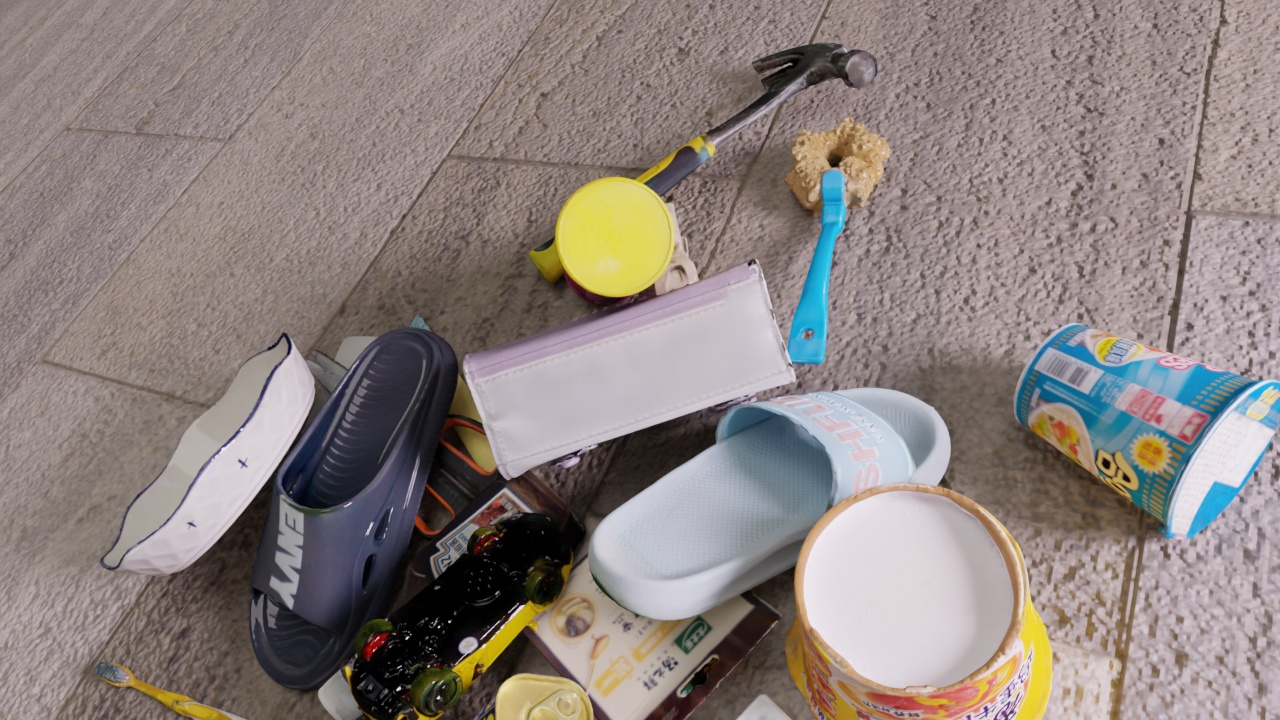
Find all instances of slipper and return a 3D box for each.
[{"bbox_3d":[0.077,0.067,0.544,0.244,0.074,0.104,-23,39,-26],"label":"slipper"},{"bbox_3d":[-0.217,0.089,0.645,0.111,0.083,0.267,10,72,27],"label":"slipper"}]

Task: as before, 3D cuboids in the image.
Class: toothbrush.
[{"bbox_3d":[-0.314,0.238,0.633,0.192,0.018,0.016,9,59,26],"label":"toothbrush"}]

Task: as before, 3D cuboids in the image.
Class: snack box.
[{"bbox_3d":[0.042,0.260,0.475,0.156,0.027,0.085,-43,52,-13],"label":"snack box"},{"bbox_3d":[0.006,0.162,0.547,0.113,0.053,0.126,-42,52,-13],"label":"snack box"}]

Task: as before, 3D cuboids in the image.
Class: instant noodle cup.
[{"bbox_3d":[0.142,0.136,0.478,0.138,0.110,0.137,-11,52,14],"label":"instant noodle cup"},{"bbox_3d":[0.279,0.031,0.522,0.099,0.099,0.110,-40,44,-12],"label":"instant noodle cup"}]

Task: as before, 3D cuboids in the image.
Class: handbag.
[{"bbox_3d":[-0.004,0.004,0.625,0.197,0.098,0.144,-18,9,7],"label":"handbag"}]

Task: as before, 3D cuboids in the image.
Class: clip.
[{"bbox_3d":[0.028,-0.074,0.729,0.035,0.071,0.100,-16,56,10],"label":"clip"}]

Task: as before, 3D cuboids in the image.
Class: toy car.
[{"bbox_3d":[-0.102,0.152,0.544,0.071,0.041,0.155,22,51,37],"label":"toy car"}]

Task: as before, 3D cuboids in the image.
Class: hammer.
[{"bbox_3d":[0.042,-0.174,0.791,0.323,0.032,0.126,-36,30,-2],"label":"hammer"}]

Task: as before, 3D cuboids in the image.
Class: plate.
[{"bbox_3d":[-0.318,0.074,0.692,0.205,0.045,0.204,-37,27,22],"label":"plate"}]

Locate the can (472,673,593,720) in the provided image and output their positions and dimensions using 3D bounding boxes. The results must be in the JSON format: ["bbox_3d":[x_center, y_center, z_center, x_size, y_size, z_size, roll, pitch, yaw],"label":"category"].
[{"bbox_3d":[-0.067,0.234,0.493,0.083,0.057,0.102,-51,34,40],"label":"can"}]

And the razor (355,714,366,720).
[{"bbox_3d":[-0.128,0.268,0.514,0.062,0.067,0.167,-28,55,9],"label":"razor"}]

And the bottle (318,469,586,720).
[{"bbox_3d":[-0.127,0.158,0.608,0.194,0.044,0.080,-44,51,-14],"label":"bottle"}]

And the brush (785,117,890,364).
[{"bbox_3d":[0.140,-0.097,0.693,0.083,0.046,0.253,1,49,20],"label":"brush"}]

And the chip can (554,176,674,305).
[{"bbox_3d":[-0.022,-0.077,0.646,0.071,0.210,0.071,0,92,-4],"label":"chip can"}]

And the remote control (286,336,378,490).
[{"bbox_3d":[-0.239,0.045,0.749,0.058,0.021,0.149,4,56,14],"label":"remote control"}]

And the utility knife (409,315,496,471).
[{"bbox_3d":[-0.147,0.027,0.731,0.031,0.022,0.210,-34,57,-8],"label":"utility knife"}]

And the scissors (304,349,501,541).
[{"bbox_3d":[-0.182,0.040,0.711,0.142,0.022,0.235,-35,60,4],"label":"scissors"}]
